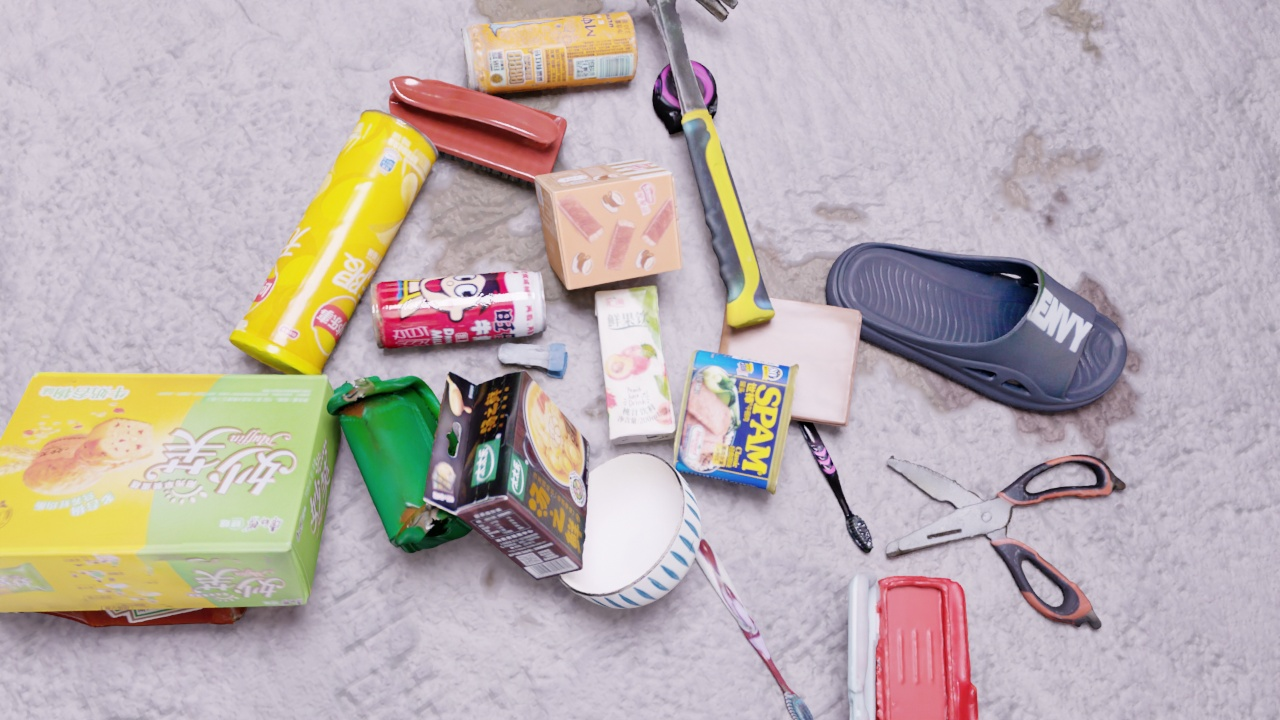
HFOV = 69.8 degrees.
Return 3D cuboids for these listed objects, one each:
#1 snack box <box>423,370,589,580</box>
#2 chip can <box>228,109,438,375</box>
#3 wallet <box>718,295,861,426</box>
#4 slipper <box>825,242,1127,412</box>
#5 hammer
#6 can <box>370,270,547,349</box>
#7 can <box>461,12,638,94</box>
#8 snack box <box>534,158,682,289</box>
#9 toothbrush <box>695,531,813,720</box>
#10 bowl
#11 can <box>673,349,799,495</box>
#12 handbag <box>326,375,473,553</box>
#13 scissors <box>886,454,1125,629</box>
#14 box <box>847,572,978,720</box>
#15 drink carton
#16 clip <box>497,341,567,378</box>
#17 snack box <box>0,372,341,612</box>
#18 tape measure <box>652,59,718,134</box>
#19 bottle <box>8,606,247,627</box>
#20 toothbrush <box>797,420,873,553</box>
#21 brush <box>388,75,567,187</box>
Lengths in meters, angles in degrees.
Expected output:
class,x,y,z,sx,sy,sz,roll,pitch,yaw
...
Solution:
class,x,y,z,sx,sy,sz,roll,pitch,yaw
snack box,-0.088,0.078,0.656,0.053,0.126,0.113,-18,45,19
chip can,-0.237,-0.090,0.722,0.072,0.072,0.213,24,74,-1
wallet,0.121,-0.002,0.761,0.115,0.020,0.101,7,76,10
slipper,0.292,-0.035,0.773,0.268,0.083,0.110,18,76,-1
hammer,0.054,-0.186,0.762,0.126,0.032,0.323,-13,84,-25
can,-0.143,-0.041,0.731,0.132,0.053,0.053,-6,77,-9
can,-0.078,-0.264,0.791,0.146,0.058,0.058,-8,78,-10
snack box,-0.027,-0.110,0.730,0.094,0.092,0.077,-12,111,-11
toothbrush,0.084,0.206,0.719,0.016,0.017,0.187,-29,82,-14
bowl,-0.003,0.135,0.689,0.116,0.117,0.066,-56,132,-16
can,0.074,0.046,0.719,0.083,0.057,0.102,10,96,8
handbag,-0.168,0.073,0.666,0.068,0.120,0.131,-26,83,-7
scissors,0.309,0.132,0.767,0.225,0.015,0.188,41,75,3
box,0.193,0.264,0.693,0.154,0.074,0.201,12,73,-35
drink carton,-0.004,0.004,0.742,0.053,0.045,0.122,-7,76,2
clip,-0.088,-0.004,0.747,0.058,0.043,0.026,10,78,3
snack box,-0.327,0.086,0.634,0.210,0.070,0.157,0,45,-7
tape measure,0.039,-0.235,0.809,0.057,0.039,0.058,-21,80,-12
bottle,-0.387,0.159,0.646,0.206,0.060,0.059,1,76,-8
toothbrush,0.148,0.071,0.761,0.014,0.018,0.189,-23,79,-10
brush,-0.138,-0.196,0.761,0.146,0.069,0.063,17,74,-3
